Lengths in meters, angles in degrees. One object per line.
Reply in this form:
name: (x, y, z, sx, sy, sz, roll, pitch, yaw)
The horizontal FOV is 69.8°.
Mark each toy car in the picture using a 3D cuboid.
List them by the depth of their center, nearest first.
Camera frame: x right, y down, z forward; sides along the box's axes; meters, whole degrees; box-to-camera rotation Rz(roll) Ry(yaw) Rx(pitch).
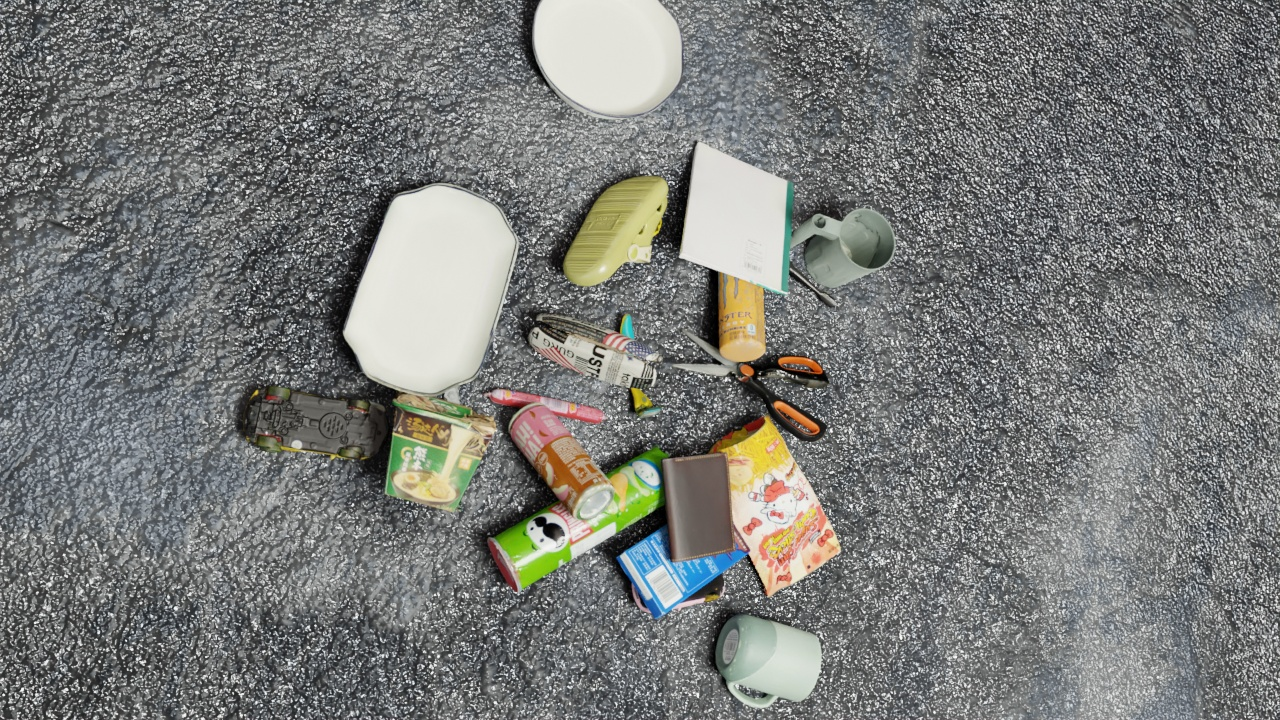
toy car: (-0.359, 0.072, 1.018, 0.155, 0.041, 0.071, 9, 77, -15)
toy car: (0.046, 0.275, 1.117, 0.122, 0.037, 0.056, -3, 66, -28)

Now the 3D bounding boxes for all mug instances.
mug: (0.147, 0.371, 1.117, 0.106, 0.082, 0.112, 20, 106, -14)
mug: (0.261, -0.155, 1.233, 0.124, 0.103, 0.083, 18, 75, -14)

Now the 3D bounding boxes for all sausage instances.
sausage: (-0.114, 0.055, 1.115, 0.155, 0.020, 0.020, 13, 76, -16)

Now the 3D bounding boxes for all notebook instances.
notebook: (0.131, -0.188, 1.203, 0.150, 0.012, 0.208, 19, 52, -13)

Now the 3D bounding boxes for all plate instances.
plate: (-0.243, -0.082, 1.077, 0.162, 0.034, 0.265, 18, 69, -13)
plate: (-0.044, -0.409, 1.210, 0.204, 0.046, 0.204, 3, 80, -19)

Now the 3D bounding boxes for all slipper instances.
slipper: (-0.026, -0.153, 1.158, 0.190, 0.092, 0.082, -58, 140, -28)

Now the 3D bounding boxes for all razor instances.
razor: (-0.007, 0.007, 1.154, 0.043, 0.028, 0.132, -7, 82, -53)

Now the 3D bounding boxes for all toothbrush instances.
toothbrush: (0.186, -0.140, 1.247, 0.212, 0.027, 0.026, 37, 115, -10)

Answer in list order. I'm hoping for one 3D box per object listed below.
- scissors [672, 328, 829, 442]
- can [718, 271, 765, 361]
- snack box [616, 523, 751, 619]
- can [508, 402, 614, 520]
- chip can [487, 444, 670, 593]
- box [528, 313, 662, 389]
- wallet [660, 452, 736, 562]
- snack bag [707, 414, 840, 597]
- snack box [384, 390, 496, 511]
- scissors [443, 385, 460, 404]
scissors: (0.155, 0.024, 1.188, 0.223, 0.022, 0.221, -21, 60, -39)
can: (0.129, -0.074, 1.182, 0.058, 0.058, 0.145, 10, 63, -17)
snack box: (0.054, 0.234, 1.105, 0.156, 0.026, 0.084, -25, 76, -37)
can: (-0.092, 0.115, 1.053, 0.057, 0.058, 0.147, -30, 55, -21)
chip can: (-0.060, 0.184, 1.082, 0.235, 0.072, 0.072, -27, 89, -21)
box: (-0.050, -0.025, 1.110, 0.163, 0.074, 0.079, 21, 67, 5)
wallet: (0.071, 0.173, 1.090, 0.096, 0.020, 0.122, -2, 86, -34)
snack bag: (0.168, 0.183, 1.169, 0.128, 0.073, 0.208, -31, 98, -21)
snack box: (-0.232, 0.102, 1.019, 0.117, 0.118, 0.105, 18, 92, -11)
scissors: (-0.224, 0.033, 1.086, 0.159, 0.014, 0.171, 43, 72, -7)
